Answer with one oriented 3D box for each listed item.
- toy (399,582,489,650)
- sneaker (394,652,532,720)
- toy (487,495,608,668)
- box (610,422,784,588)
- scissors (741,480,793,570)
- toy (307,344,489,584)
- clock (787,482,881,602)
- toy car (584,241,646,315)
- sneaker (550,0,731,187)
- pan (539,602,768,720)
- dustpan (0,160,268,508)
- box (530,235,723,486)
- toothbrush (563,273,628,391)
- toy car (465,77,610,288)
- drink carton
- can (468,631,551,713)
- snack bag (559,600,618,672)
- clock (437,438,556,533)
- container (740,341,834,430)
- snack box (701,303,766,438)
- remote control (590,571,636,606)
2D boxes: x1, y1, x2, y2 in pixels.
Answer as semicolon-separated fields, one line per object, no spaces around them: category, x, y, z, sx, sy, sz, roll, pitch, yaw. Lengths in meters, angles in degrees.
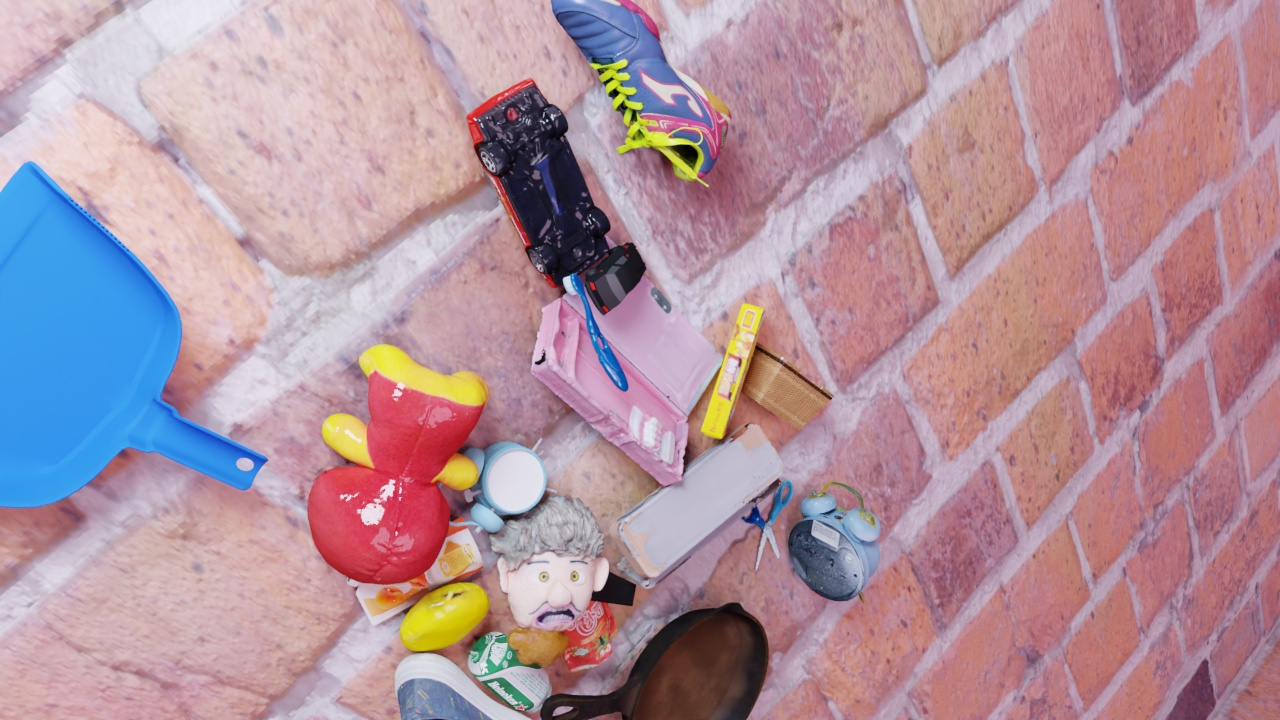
toy;-0.195;0.258;0.919;0.095;0.041;0.094;-13;143;-34
sneaker;-0.173;0.399;0.952;0.088;0.079;0.235;-28;121;17
toy;-0.094;0.226;0.940;0.132;0.076;0.175;7;82;-19
box;0.062;0.160;1.046;0.215;0.094;0.107;-34;121;-22
scissors;0.155;0.216;1.182;0.109;0.015;0.132;1;109;-39
toy;-0.220;0.102;0.823;0.147;0.099;0.216;19;93;-12
clock;0.255;0.235;1.192;0.059;0.118;0.162;-22;124;-41
toy car;-0.020;-0.084;0.909;0.091;0.036;0.042;-50;120;-41
sneaker;0.001;-0.248;0.849;0.241;0.116;0.091;31;77;-44
pan;0.018;0.399;1.111;0.355;0.043;0.249;11;99;-42
dustpan;-0.405;0.027;0.696;0.257;0.059;0.245;37;83;-39
box;-0.013;0.006;0.973;0.233;0.059;0.179;45;54;-35
toothbrush;-0.042;-0.025;0.892;0.021;0.016;0.132;-47;121;-45
toy car;-0.091;-0.160;0.853;0.081;0.056;0.189;-37;124;-18
drink carton;-0.221;0.208;0.904;0.122;0.039;0.069;-26;120;-19
can;-0.140;0.335;0.986;0.053;0.053;0.101;-45;125;-14
snack bag;-0.077;0.271;1.024;0.087;0.044;0.155;-37;117;-35
clock;-0.148;0.125;0.914;0.123;0.042;0.087;-19;97;-30
container;0.169;0.033;1.100;0.114;0.063;0.061;32;93;-38
snack box;0.107;0.011;1.041;0.075;0.025;0.152;-14;122;-78
remote control;-0.047;0.250;1.025;0.124;0.010;0.039;30;64;-42
